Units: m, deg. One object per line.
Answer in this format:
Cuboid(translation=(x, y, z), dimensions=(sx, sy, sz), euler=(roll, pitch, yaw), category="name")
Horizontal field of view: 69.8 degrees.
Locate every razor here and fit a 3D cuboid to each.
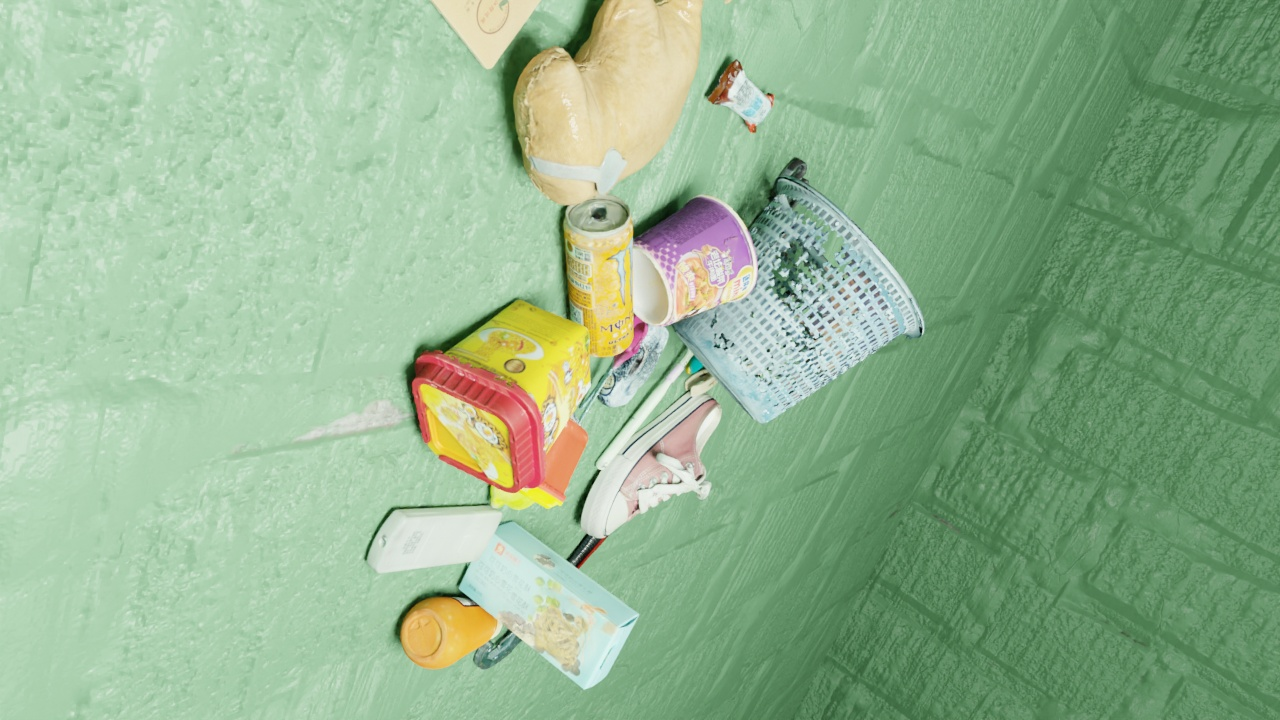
Cuboid(translation=(0.094, -0.016, 1.106), dimensions=(0.132, 0.028, 0.043), euler=(-36, 111, -37), category="razor")

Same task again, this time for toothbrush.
Cuboid(translation=(0.009, 0.048, 1.047), dimensions=(0.189, 0.020, 0.029), euler=(-53, 148, -7), category="toothbrush")

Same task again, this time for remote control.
Cuboid(translation=(-0.186, 0.161, 0.839), dimensions=(0.058, 0.021, 0.150), euler=(-61, 153, 7), category="remote control")

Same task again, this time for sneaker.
Cuboid(translation=(0.030, 0.130, 1.090), dimensions=(0.240, 0.088, 0.118), euler=(-41, 149, -30), category="sneaker")

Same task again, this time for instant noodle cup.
Cuboid(translation=(-0.104, 0.023, 0.745), dimensions=(0.123, 0.116, 0.116), euler=(-50, 154, -39), category="instant noodle cup")
Cuboid(translation=(0.038, -0.087, 0.864), dimensions=(0.099, 0.111, 0.112), euler=(-30, 143, -29), category="instant noodle cup")

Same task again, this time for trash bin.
Cuboid(translation=(0.151, -0.049, 0.978), dimensions=(0.195, 0.226, 0.226), euler=(-41, 152, 1), category="trash bin")

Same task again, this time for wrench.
Cuboid(translation=(-0.096, 0.260, 1.097), dimensions=(0.272, 0.016, 0.056), euler=(-46, 151, -20), category="wrench")

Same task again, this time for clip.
Cuboid(translation=(0.111, 0.016, 1.131), dimensions=(0.101, 0.095, 0.035), euler=(-51, 154, -37), category="clip")

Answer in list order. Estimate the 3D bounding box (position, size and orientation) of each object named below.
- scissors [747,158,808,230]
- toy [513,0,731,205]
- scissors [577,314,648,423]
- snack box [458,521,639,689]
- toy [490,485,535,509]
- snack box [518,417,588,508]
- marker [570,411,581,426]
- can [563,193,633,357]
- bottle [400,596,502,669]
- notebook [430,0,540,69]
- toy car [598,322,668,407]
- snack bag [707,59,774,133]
Cuboid(translation=(0.134, -0.163, 1.041), dimensions=(0.174, 0.014, 0.133), euler=(-27, 141, -40), category="scissors")
Cuboid(translation=(-0.006, -0.210, 0.684), dimensions=(0.225, 0.082, 0.144), euler=(-48, 160, -23), category="toy")
Cuboid(translation=(-0.026, 0.007, 0.903), dimensions=(0.135, 0.017, 0.108), euler=(-59, -167, -4), category="scissors")
Cuboid(translation=(-0.093, 0.238, 0.907), dimensions=(0.074, 0.175, 0.051), euler=(-64, 158, 13), category="snack box")
Cuboid(translation=(-0.105, 0.104, 0.900), dimensions=(0.096, 0.031, 0.100), euler=(-17, 127, -37), category="toy")
Cuboid(translation=(-0.100, 0.077, 0.822), dimensions=(0.080, 0.091, 0.082), euler=(-60, 154, -10), category="snack box")
Cuboid(translation=(-0.081, 0.035, 0.886), dimensions=(0.016, 0.017, 0.146), euler=(-48, 152, -17), category="marker")
Cuboid(translation=(-0.035, -0.071, 0.804), dimensions=(0.058, 0.058, 0.146), euler=(-40, 148, -31), category="can")
Cuboid(translation=(-0.180, 0.268, 0.925), dimensions=(0.067, 0.067, 0.149), euler=(-59, 160, 2), category="bottle")
Cuboid(translation=(-0.096, -0.288, 0.531), dimensions=(0.147, 0.008, 0.207), euler=(-55, 153, -5), category="notebook")
Cuboid(translation=(-0.006, 0.006, 0.963), dimensions=(0.105, 0.031, 0.049), euler=(-58, 152, 2), category="toy car")
Cuboid(translation=(0.099, -0.249, 0.873), dimensions=(0.045, 0.026, 0.105), euler=(-54, 153, 14), category="snack bag")
